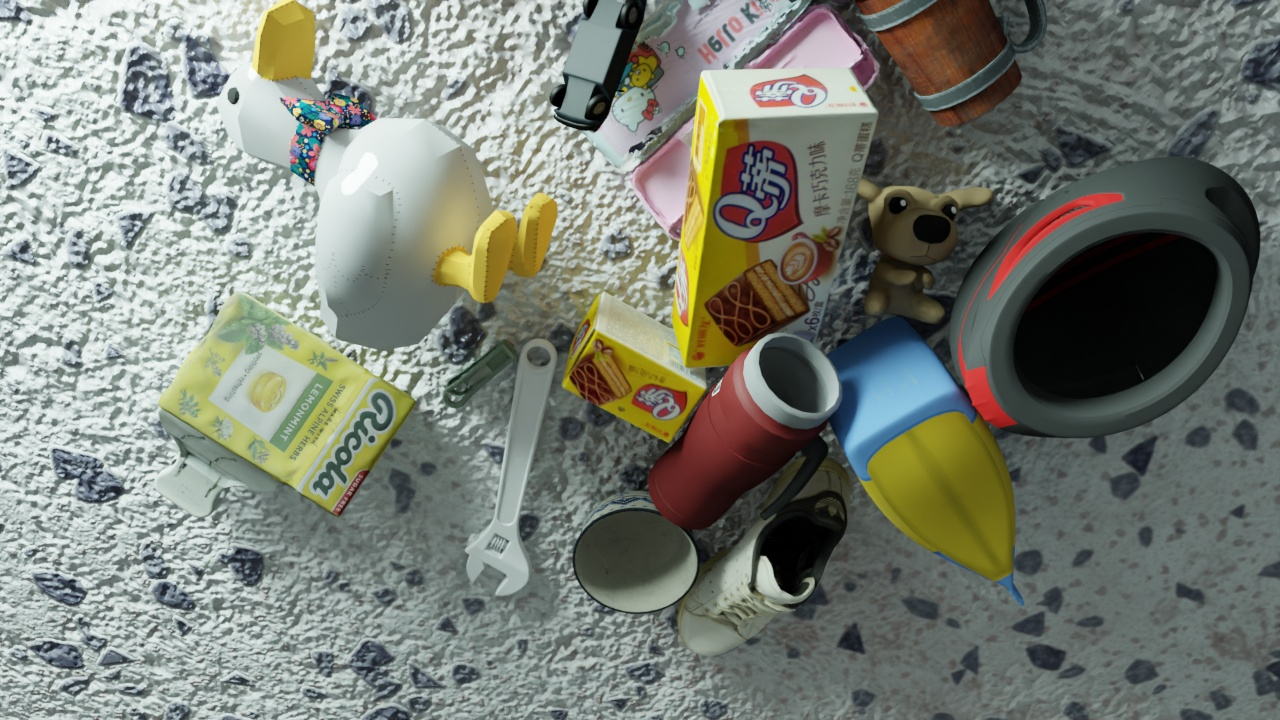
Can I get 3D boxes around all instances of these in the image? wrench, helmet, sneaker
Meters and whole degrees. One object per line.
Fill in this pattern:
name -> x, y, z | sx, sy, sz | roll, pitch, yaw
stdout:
wrench -> -0.116, 0.105, 0.853 | 0.066, 0.018, 0.274 | 12, 113, -4
helmet -> 0.336, -0.048, 0.683 | 0.265, 0.170, 0.164 | -32, 97, 3
sneaker -> 0.117, 0.203, 0.841 | 0.089, 0.102, 0.242 | 27, 113, -10

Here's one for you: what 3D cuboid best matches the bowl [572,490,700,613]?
bowl -> -0.003, 0.171, 0.855 | 0.115, 0.059, 0.116 | 1, 114, 2

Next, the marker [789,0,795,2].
marker -> 0.068, -0.299, 0.651 | 0.138, 0.016, 0.022 | 39, 124, 3

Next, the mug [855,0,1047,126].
mug -> 0.230, -0.245, 0.658 | 0.117, 0.081, 0.111 | -41, 112, -3

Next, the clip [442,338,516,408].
clip -> -0.142, 0.011, 0.807 | 0.074, 0.035, 0.023 | -38, 106, 11

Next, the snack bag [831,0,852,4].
snack bag -> 0.110, -0.310, 0.577 | 0.097, 0.058, 0.205 | -23, 146, 36

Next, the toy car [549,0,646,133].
toy car -> -0.029, -0.224, 0.676 | 0.046, 0.034, 0.112 | 25, 98, 26

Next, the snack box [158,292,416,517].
snack box -> -0.301, 0.035, 0.786 | 0.181, 0.045, 0.121 | 36, 80, -13

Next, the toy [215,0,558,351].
toy -> -0.204, -0.121, 0.696 | 0.268, 0.140, 0.247 | 22, 115, 11

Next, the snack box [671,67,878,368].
snack box -> 0.089, -0.097, 0.680 | 0.110, 0.061, 0.231 | -3, 136, -8

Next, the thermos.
thermos -> 0.087, 0.073, 0.748 | 0.108, 0.083, 0.199 | 48, 140, 11

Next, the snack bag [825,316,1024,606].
snack bag -> 0.240, 0.086, 0.755 | 0.102, 0.158, 0.205 | -33, 110, 13

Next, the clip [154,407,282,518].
clip -> -0.376, 0.079, 0.820 | 0.125, 0.091, 0.151 | 40, 99, -12

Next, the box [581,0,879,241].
box -> 0.061, -0.206, 0.699 | 0.202, 0.044, 0.154 | -39, 90, 17

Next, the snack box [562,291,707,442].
snack box -> -0.005, 0.004, 0.767 | 0.105, 0.083, 0.061 | 29, 113, -11

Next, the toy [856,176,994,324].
toy -> 0.207, -0.088, 0.717 | 0.134, 0.105, 0.108 | 7, 103, -5
